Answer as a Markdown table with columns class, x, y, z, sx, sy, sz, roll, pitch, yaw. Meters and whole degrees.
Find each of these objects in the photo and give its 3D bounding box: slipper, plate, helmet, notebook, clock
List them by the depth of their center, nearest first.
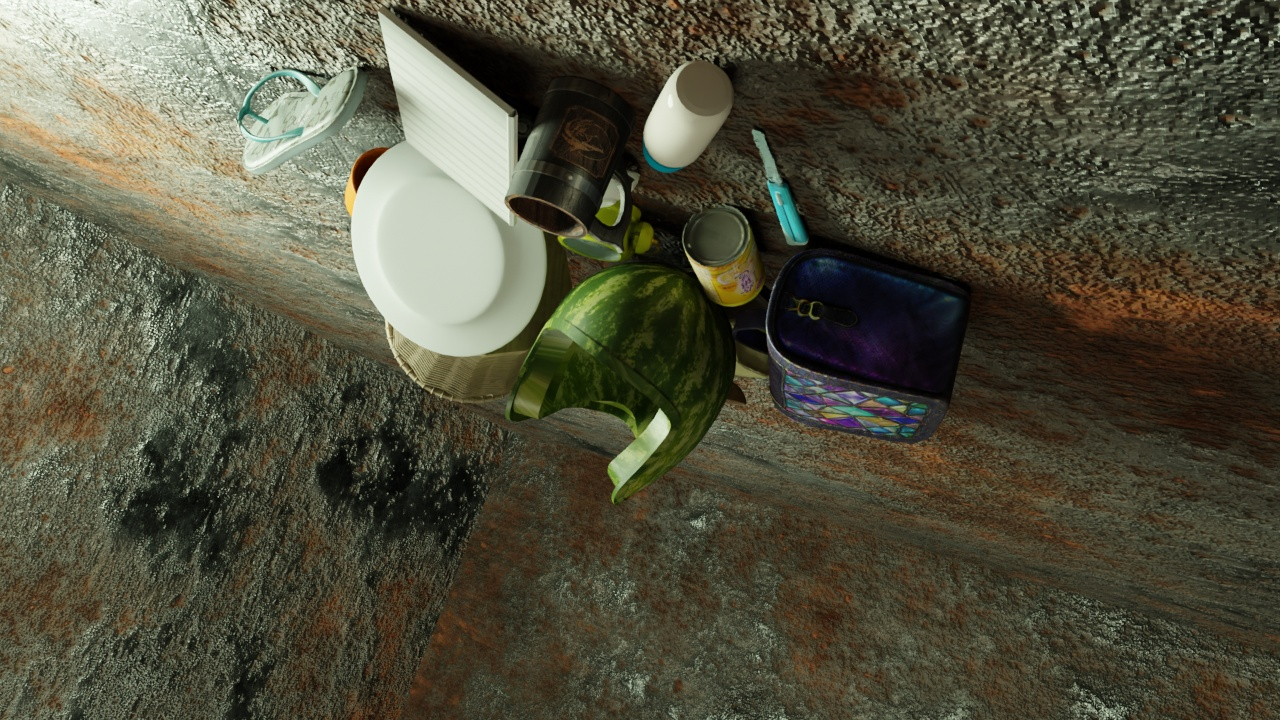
| class | x | y | z | sx | sy | sz | roll | pitch | yaw |
| --- | --- | --- | --- | --- | --- | --- | --- | --- | --- |
| notebook | -0.168 | -0.210 | 0.833 | 0.142 | 0.009 | 0.210 | 39 | 163 | 4 |
| plate | -0.052 | -0.159 | 0.869 | 0.104 | 0.026 | 0.104 | -4 | -178 | 0 |
| slipper | -0.365 | -0.248 | 0.935 | 0.269 | 0.098 | 0.054 | 5 | 162 | 48 |
| clock | -0.033 | -0.138 | 0.969 | 0.119 | 0.057 | 0.083 | 19 | 169 | -23 |
| plate | -0.214 | -0.118 | 0.990 | 0.243 | 0.243 | 0.016 | 17 | -157 | 15 |
| helmet | -0.006 | 0.006 | 1.015 | 0.213 | 0.248 | 0.242 | 38 | -145 | 16 |

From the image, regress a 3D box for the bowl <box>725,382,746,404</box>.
| class | x | y | z | sx | sy | sz | roll | pitch | yaw |
| --- | --- | --- | --- | --- | --- | --- | --- | --- | --- |
| bowl | 0.084 | 0.034 | 1.214 | 0.118 | 0.030 | 0.118 | 10 | 176 | 1 |

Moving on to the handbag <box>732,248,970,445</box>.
| class | x | y | z | sx | sy | sz | roll | pitch | yaw |
| --- | --- | --- | --- | --- | --- | --- | --- | --- | --- |
| handbag | 0.203 | -0.012 | 0.929 | 0.222 | 0.125 | 0.205 | 14 | 165 | 13 |

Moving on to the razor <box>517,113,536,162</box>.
| class | x | y | z | sx | sy | sz | roll | pitch | yaw |
| --- | --- | --- | --- | --- | --- | --- | --- | --- | --- |
| razor | -0.134 | -0.209 | 0.862 | 0.151 | 0.053 | 0.067 | 20 | 160 | 38 |

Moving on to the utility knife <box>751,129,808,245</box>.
| class | x | y | z | sx | sy | sz | roll | pitch | yaw |
| --- | --- | --- | --- | --- | --- | --- | --- | --- | --- |
| utility knife | 0.118 | -0.147 | 0.791 | 0.022 | 0.015 | 0.181 | 11 | 162 | 27 |

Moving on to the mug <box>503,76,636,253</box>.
| class | x | y | z | sx | sy | sz | roll | pitch | yaw |
| --- | --- | --- | --- | --- | --- | --- | --- | --- | --- |
| mug | -0.045 | -0.159 | 0.772 | 0.115 | 0.107 | 0.080 | 27 | 167 | -27 |

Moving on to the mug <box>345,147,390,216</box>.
| class | x | y | z | sx | sy | sz | roll | pitch | yaw |
| --- | --- | --- | --- | --- | --- | --- | --- | --- | --- |
| mug | -0.289 | -0.203 | 1.091 | 0.112 | 0.077 | 0.096 | -8 | 179 | -22 |

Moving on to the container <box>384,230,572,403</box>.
| class | x | y | z | sx | sy | sz | roll | pitch | yaw |
| --- | --- | --- | --- | --- | --- | --- | --- | --- | --- |
| container | -0.200 | -0.074 | 1.160 | 0.227 | 0.226 | 0.197 | 23 | 161 | -12 |

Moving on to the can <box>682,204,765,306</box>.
| class | x | y | z | sx | sy | sz | roll | pitch | yaw |
| --- | --- | --- | --- | --- | --- | --- | --- | --- | --- |
| can | 0.084 | -0.102 | 0.909 | 0.068 | 0.067 | 0.105 | 16 | 167 | 20 |

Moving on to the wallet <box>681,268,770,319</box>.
| class | x | y | z | sx | sy | sz | roll | pitch | yaw |
| --- | --- | --- | --- | --- | --- | --- | --- | --- | --- |
| wallet | 0.094 | -0.081 | 1.082 | 0.120 | 0.031 | 0.099 | 1 | 157 | 42 |

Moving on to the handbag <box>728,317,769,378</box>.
| class | x | y | z | sx | sy | sz | roll | pitch | yaw |
| --- | --- | --- | --- | --- | --- | --- | --- | --- | --- |
| handbag | 0.130 | -0.018 | 1.186 | 0.111 | 0.081 | 0.119 | 19 | 169 | -31 |

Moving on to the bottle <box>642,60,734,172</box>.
| class | x | y | z | sx | sy | sz | roll | pitch | yaw |
| --- | --- | --- | --- | --- | --- | --- | --- | --- | --- |
| bottle | 0.030 | -0.178 | 0.705 | 0.051 | 0.051 | 0.146 | 22 | 168 | -8 |
